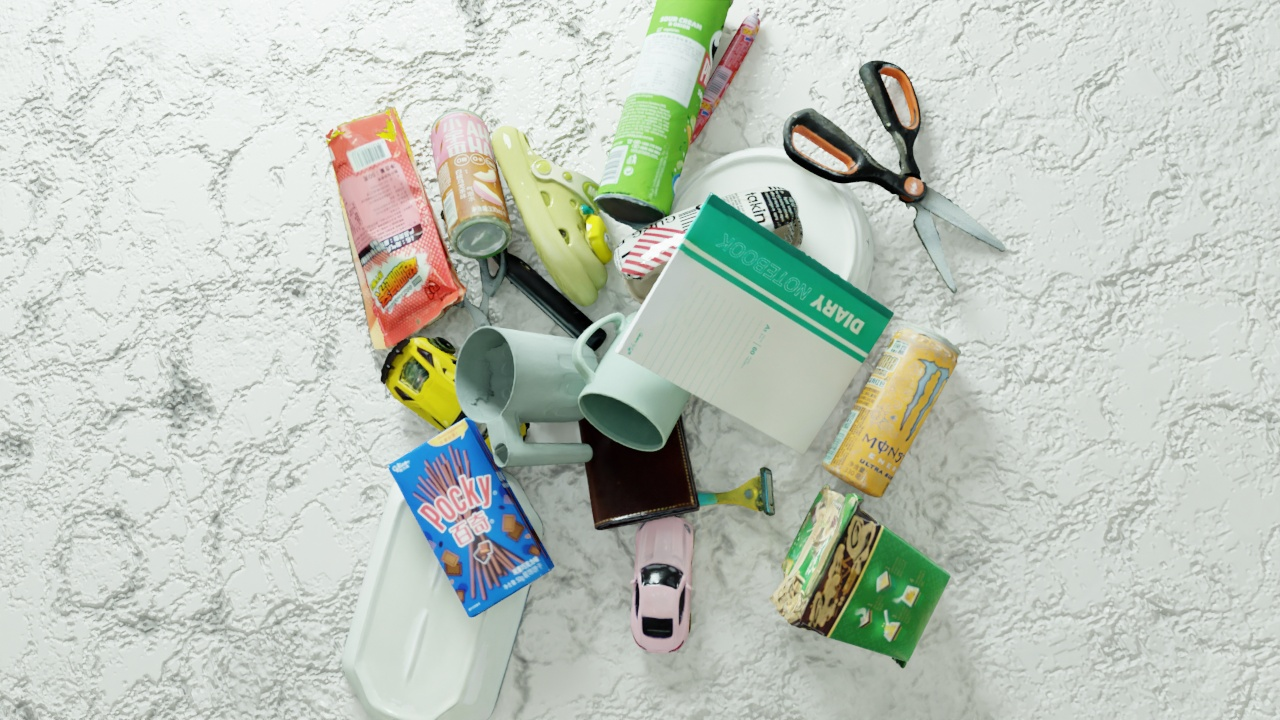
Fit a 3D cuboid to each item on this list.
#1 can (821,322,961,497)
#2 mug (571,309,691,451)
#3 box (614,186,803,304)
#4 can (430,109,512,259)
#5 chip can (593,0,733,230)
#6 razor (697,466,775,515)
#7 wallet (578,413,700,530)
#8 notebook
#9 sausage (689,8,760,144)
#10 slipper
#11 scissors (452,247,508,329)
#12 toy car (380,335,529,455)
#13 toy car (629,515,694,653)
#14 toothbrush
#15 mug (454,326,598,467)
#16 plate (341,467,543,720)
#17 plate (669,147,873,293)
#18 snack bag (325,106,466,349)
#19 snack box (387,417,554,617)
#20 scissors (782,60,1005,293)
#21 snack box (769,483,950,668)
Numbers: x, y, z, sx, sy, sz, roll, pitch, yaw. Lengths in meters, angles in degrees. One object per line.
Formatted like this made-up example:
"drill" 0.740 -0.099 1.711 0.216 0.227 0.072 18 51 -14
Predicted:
"can" 0.216 0.043 0.791 0.058 0.058 0.146 30 89 12
"mug" -0.005 0.005 0.801 0.111 0.082 0.106 38 62 -16
"box" 0.061 -0.097 0.799 0.163 0.079 0.074 -22 45 5
"can" -0.159 -0.165 0.855 0.058 0.058 0.147 -21 57 7
"chip can" 0.022 -0.239 0.834 0.072 0.072 0.235 14 78 11
"razor" 0.053 0.123 0.824 0.133 0.028 0.043 -6 71 10
"wallet" -0.004 0.086 0.830 0.096 0.020 0.122 -12 65 3
"notebook" 0.101 -0.025 0.772 0.209 0.012 0.150 28 97 -25
"sausage" 0.076 -0.266 0.871 0.020 0.020 0.156 30 89 12
"slipper" -0.073 -0.144 0.849 0.081 0.091 0.190 -28 76 3
"scissors" -0.152 -0.042 0.878 0.172 0.014 0.159 30 106 18
"toy car" -0.172 0.037 0.862 0.156 0.041 0.071 37 102 11
"toy car" 0.019 0.198 0.818 0.056 0.037 0.122 2 83 8
"toothbrush" -0.117 -0.083 0.880 0.212 0.026 0.027 41 124 14
"mug" -0.094 0.034 0.806 0.084 0.103 0.124 -29 68 37
"plate" -0.190 0.221 0.851 0.162 0.034 0.265 16 86 11
"plate" 0.107 -0.100 0.833 0.205 0.045 0.204 -1 84 10
"snack bag" -0.240 -0.127 0.882 0.129 0.073 0.207 -24 82 32
"snack box" -0.152 0.139 0.820 0.084 0.026 0.157 -32 82 4
"scissors" 0.230 -0.174 0.814 0.221 0.022 0.223 15 72 -8
"snack box" 0.185 0.179 0.761 0.105 0.118 0.117 27 89 -1
